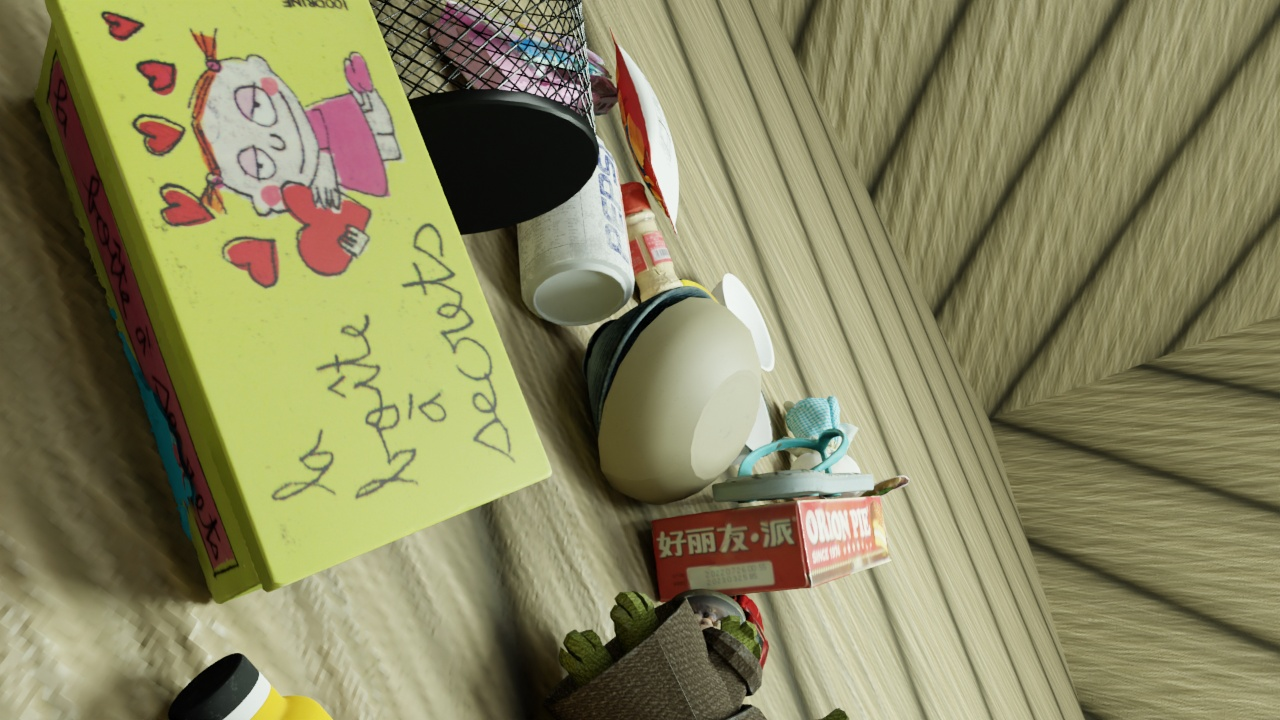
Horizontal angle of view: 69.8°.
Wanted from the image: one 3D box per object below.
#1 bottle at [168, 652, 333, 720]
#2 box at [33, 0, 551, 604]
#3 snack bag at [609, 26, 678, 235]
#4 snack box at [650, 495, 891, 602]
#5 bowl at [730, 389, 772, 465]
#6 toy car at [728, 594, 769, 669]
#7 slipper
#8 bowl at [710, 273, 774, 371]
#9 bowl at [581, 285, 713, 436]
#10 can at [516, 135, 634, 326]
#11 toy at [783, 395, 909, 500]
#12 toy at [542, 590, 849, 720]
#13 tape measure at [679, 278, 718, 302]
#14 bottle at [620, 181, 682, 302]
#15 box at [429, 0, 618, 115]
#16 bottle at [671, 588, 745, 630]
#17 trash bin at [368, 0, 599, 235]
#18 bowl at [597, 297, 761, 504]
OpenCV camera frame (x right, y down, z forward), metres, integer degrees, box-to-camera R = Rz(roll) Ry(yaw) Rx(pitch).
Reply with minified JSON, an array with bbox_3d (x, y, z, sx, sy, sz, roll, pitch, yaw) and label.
[{"bbox_3d":[-0.107,0.164,0.323,0.143,0.043,0.043,58,24,-17],"label":"bottle"},{"bbox_3d":[-0.135,-0.029,0.359,0.124,0.081,0.221,-15,80,-42],"label":"box"},{"bbox_3d":[0.007,-0.204,0.827,0.131,0.039,0.144,57,16,-69],"label":"snack bag"},{"bbox_3d":[0.111,0.143,0.716,0.236,0.113,0.060,15,65,-61],"label":"snack box"},{"bbox_3d":[0.059,0.039,0.781,0.113,0.063,0.113,47,29,-38],"label":"bowl"},{"bbox_3d":[0.075,0.210,0.686,0.042,0.036,0.091,61,18,-8],"label":"toy car"},{"bbox_3d":[0.111,0.081,0.697,0.268,0.098,0.054,15,65,-66],"label":"slipper"},{"bbox_3d":[0.096,-0.032,0.958,0.110,0.041,0.109,47,29,-37],"label":"bowl"},{"bbox_3d":[-0.004,0.004,0.660,0.136,0.057,0.137,-33,135,-40],"label":"bowl"},{"bbox_3d":[-0.050,-0.098,0.660,0.078,0.078,0.136,38,35,-48],"label":"can"},{"bbox_3d":[0.188,0.111,0.990,0.205,0.131,0.106,-102,-163,-61],"label":"toy"},{"bbox_3d":[0.019,0.197,0.474,0.179,0.078,0.152,-33,84,-27],"label":"toy"},{"bbox_3d":[0.047,-0.041,0.862,0.065,0.037,0.064,24,44,-33],"label":"tape measure"},{"bbox_3d":[0.002,-0.104,0.825,0.044,0.044,0.109,-7,74,-66],"label":"bottle"},{"bbox_3d":[-0.081,-0.251,0.760,0.084,0.053,0.229,50,23,3],"label":"box"},{"bbox_3d":[0.035,0.201,0.578,0.056,0.056,0.105,56,25,-21],"label":"bottle"},{"bbox_3d":[-0.112,-0.195,0.509,0.184,0.184,0.210,16,59,-61],"label":"trash bin"},{"bbox_3d":[0.040,0.035,0.640,0.152,0.050,0.152,-32,135,-40],"label":"bowl"}]
